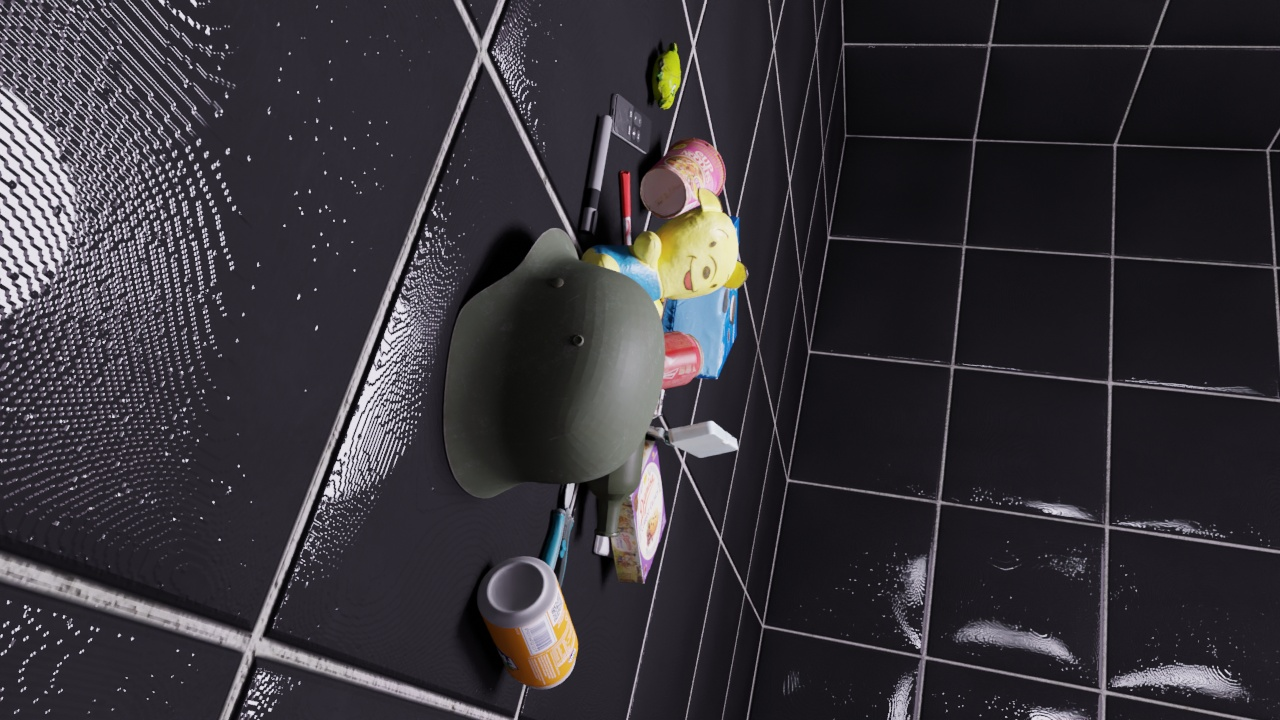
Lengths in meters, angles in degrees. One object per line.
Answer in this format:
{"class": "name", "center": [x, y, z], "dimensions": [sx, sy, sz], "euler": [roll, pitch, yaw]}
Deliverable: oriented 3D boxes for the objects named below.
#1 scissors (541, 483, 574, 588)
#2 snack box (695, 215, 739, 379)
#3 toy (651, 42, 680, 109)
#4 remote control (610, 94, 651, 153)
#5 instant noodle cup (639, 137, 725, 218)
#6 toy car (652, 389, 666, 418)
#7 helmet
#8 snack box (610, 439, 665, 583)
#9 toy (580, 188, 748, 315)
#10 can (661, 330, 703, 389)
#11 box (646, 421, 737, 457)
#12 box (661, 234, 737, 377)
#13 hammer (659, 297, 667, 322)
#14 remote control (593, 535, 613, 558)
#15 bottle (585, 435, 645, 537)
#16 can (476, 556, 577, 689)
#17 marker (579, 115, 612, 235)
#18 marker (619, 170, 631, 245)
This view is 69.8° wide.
{"class": "scissors", "center": [-0.094, 0.210, 1.061], "dimensions": [0.127, 0.019, 0.153], "euler": [-49, 140, -65]}
{"class": "snack box", "center": [0.129, -0.114, 1.602], "dimensions": [0.195, 0.056, 0.239], "euler": [-57, 149, -61]}
{"class": "toy", "center": [0.037, -0.385, 1.243], "dimensions": [0.093, 0.036, 0.094], "euler": [-19, 114, -79]}
{"class": "remote control", "center": [-0.011, -0.297, 1.160], "dimensions": [0.146, 0.008, 0.045], "euler": [-5, 101, -73]}
{"class": "instant noodle cup", "center": [0.053, -0.245, 1.262], "dimensions": [0.108, 0.098, 0.098], "euler": [-45, 139, -53]}
{"class": "toy car", "center": [0.008, 0.063, 1.298], "dimensions": [0.113, 0.039, 0.039], "euler": [146, -46, -76]}
{"class": "helmet", "center": [-0.057, 0.008, 0.868], "dimensions": [0.227, 0.154, 0.267], "euler": [51, 48, -67]}
{"class": "snack box", "center": [-0.005, 0.209, 1.284], "dimensions": [0.143, 0.041, 0.148], "euler": [-62, 149, -59]}
{"class": "toy", "center": [0.024, -0.113, 1.078], "dimensions": [0.213, 0.084, 0.149], "euler": [-27, 147, -18]}
{"class": "can", "center": [-0.006, 0.006, 1.064], "dimensions": [0.169, 0.067, 0.067], "euler": [-11, 110, -38]}
{"class": "box", "center": [0.063, 0.113, 1.338], "dimensions": [0.197, 0.136, 0.049], "euler": [40, 56, -70]}
{"class": "box", "center": [0.090, -0.090, 1.411], "dimensions": [0.094, 0.102, 0.231], "euler": [25, 72, -71]}
{"class": "hammer", "center": [0.010, -0.013, 1.203], "dimensions": [0.123, 0.036, 0.321], "euler": [-5, 111, -71]}
{"class": "remote control", "center": [-0.039, 0.256, 1.271], "dimensions": [0.131, 0.012, 0.033], "euler": [49, 50, -68]}
{"class": "bottle", "center": [-0.032, 0.114, 1.139], "dimensions": [0.071, 0.071, 0.207], "euler": [-2, 98, -73]}
{"class": "can", "center": [-0.110, 0.266, 0.922], "dimensions": [0.143, 0.079, 0.078], "euler": [80, 23, -44]}
{"class": "marker", "center": [-0.050, -0.212, 1.049], "dimensions": [0.016, 0.016, 0.140], "euler": [35, 63, -71]}
{"class": "marker", "center": [-0.017, -0.173, 1.180], "dimensions": [0.012, 0.013, 0.142], "euler": [-56, 148, -57]}
